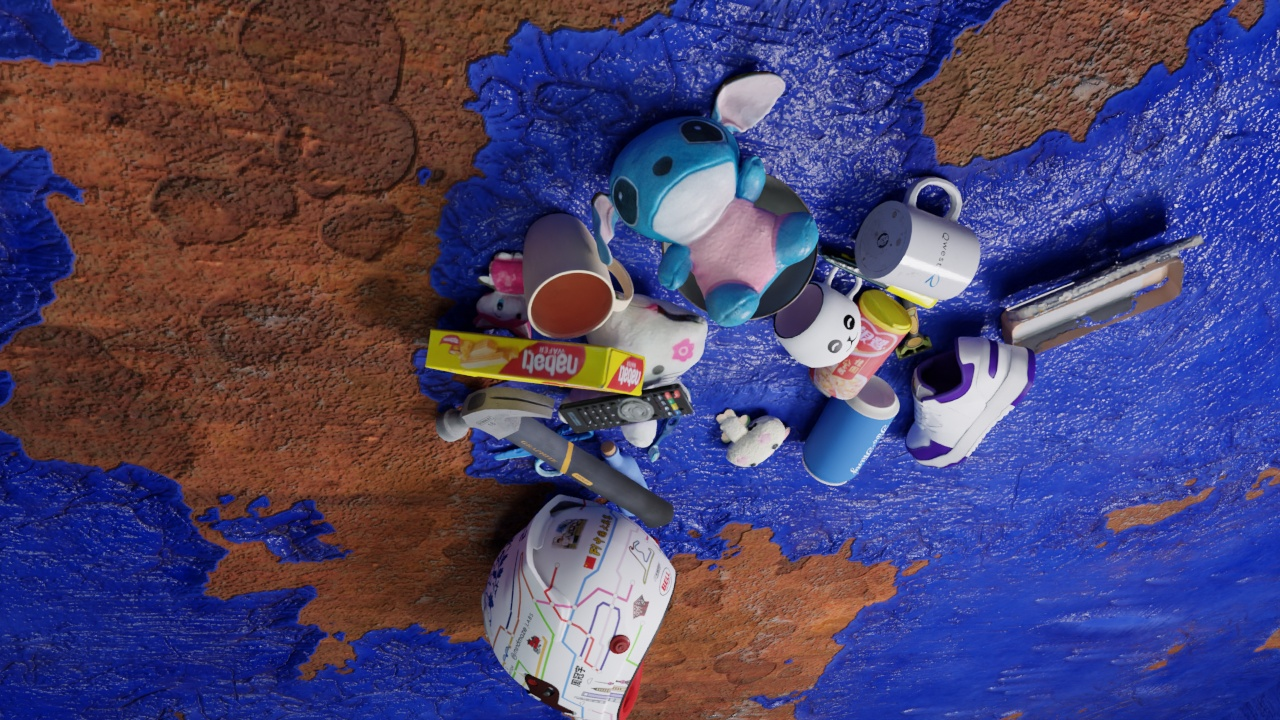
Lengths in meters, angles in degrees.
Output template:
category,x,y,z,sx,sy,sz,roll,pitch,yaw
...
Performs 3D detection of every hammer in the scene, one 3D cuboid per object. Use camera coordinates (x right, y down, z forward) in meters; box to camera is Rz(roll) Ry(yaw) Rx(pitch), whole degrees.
category,x,y,z,sx,sy,sz,roll,pitch,yaw
hammer,-0.080,0.125,1.089,0.140,0.035,0.312,-25,132,37

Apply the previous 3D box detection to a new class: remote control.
category,x,y,z,sx,sy,sz,roll,pitch,yaw
remote control,-0.016,0.050,0.978,0.141,0.021,0.045,-10,137,22

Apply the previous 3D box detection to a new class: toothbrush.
category,x,y,z,sx,sy,sz,roll,pitch,yaw
toothbrush,0.035,0.081,1.147,0.021,0.016,0.133,4,134,-24

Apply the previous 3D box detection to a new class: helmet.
category,x,y,z,sx,sy,sz,roll,pitch,yaw
helmet,-0.090,0.328,1.211,0.236,0.230,0.315,18,129,4

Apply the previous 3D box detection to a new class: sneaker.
category,x,y,z,sx,sy,sz,roll,pitch,yaw
sneaker,0.385,0.053,1.169,0.111,0.091,0.245,19,141,-6

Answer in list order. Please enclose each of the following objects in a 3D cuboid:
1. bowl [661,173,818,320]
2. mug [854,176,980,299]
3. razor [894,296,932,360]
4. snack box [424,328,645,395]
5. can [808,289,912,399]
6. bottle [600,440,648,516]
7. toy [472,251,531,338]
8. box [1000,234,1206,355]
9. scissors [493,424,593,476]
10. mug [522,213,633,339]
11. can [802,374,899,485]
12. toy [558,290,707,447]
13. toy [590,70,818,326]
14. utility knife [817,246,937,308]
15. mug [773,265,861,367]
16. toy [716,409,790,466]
category,x,y,z,sx,sy,sz,roll,pitch,yaw
bowl,0.099,-0.116,0.909,0.151,0.056,0.151,2,104,10
mug,0.297,-0.132,0.964,0.096,0.083,0.120,12,103,-27
razor,0.319,-0.053,1.088,0.044,0.021,0.144,-21,135,5
snack box,-0.104,0.002,0.911,0.201,0.042,0.092,6,176,23
can,0.256,-0.017,1.071,0.066,0.066,0.125,9,132,-25
bottle,-0.024,0.146,1.174,0.048,0.048,0.131,-18,137,3
toy,-0.135,-0.059,0.930,0.065,0.050,0.103,4,129,-14
box,0.545,-0.079,1.095,0.217,0.071,0.156,-23,164,8
scissors,-0.119,0.109,1.136,0.125,0.014,0.131,-11,135,-7
mug,-0.060,-0.083,0.883,0.111,0.104,0.085,10,132,-27
can,0.266,0.088,1.175,0.079,0.078,0.146,3,134,-19
toy,-0.006,0.006,1.002,0.137,0.085,0.210,19,137,-5
toy,0.069,-0.143,0.830,0.224,0.099,0.191,-44,90,0
utility knife,0.229,-0.102,0.991,0.233,0.028,0.020,17,122,-24
mug,0.208,-0.052,1.017,0.076,0.090,0.124,32,88,-30
toy,0.146,0.102,1.182,0.112,0.050,0.087,22,125,-40
